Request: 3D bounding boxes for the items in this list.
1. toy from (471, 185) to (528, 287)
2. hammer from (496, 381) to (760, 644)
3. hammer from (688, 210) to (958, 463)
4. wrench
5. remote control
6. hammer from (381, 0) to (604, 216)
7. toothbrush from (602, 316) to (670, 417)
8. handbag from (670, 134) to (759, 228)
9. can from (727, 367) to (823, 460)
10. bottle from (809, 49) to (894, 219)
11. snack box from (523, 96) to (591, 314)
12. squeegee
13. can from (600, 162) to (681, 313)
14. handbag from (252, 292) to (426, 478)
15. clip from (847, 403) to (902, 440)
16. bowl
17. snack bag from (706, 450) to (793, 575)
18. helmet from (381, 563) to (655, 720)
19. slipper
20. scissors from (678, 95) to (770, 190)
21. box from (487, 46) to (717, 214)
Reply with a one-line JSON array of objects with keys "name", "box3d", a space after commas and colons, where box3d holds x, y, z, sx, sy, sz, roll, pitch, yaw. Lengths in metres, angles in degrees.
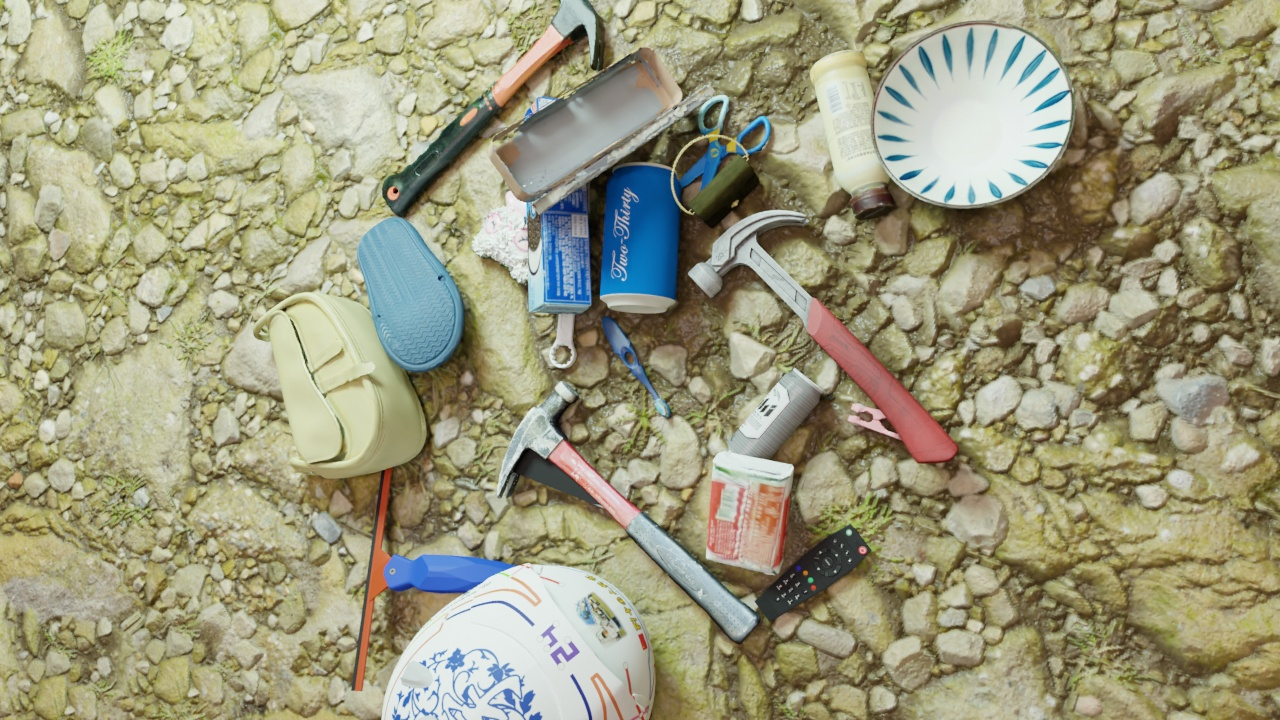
[{"name": "toy", "box3d": [-0.137, -0.149, 1.027, 0.096, 0.041, 0.109, 31, 93, 18]}, {"name": "hammer", "box3d": [-0.013, 0.175, 0.960, 0.326, 0.036, 0.140, 41, 96, 17]}, {"name": "hammer", "box3d": [0.192, -0.023, 0.900, 0.126, 0.036, 0.315, -43, 69, 6]}, {"name": "wrench", "box3d": [-0.074, -0.127, 1.020, 0.047, 0.009, 0.273, 4, 86, 18]}, {"name": "remote control", "box3d": [0.169, 0.212, 0.909, 0.125, 0.010, 0.039, -40, 75, 11]}, {"name": "hammer", "box3d": [-0.178, -0.293, 1.061, 0.333, 0.033, 0.133, -41, 75, 12]}, {"name": "toothbrush", "box3d": [-0.006, 0.006, 0.982, 0.021, 0.016, 0.132, -35, 76, 9]}, {"name": "handbag", "box3d": [0.069, -0.177, 0.889, 0.084, 0.178, 0.027, -44, 74, 9]}, {"name": "can", "box3d": [0.134, 0.060, 0.917, 0.044, 0.044, 0.107, 42, 98, 17]}, {"name": "bottle", "box3d": [0.213, -0.222, 0.911, 0.057, 0.056, 0.162, -14, 81, 16]}, {"name": "snack box", "box3d": [-0.089, -0.163, 0.984, 0.059, 0.059, 0.226, 0, 84, -21]}, {"name": "squeegee", "box3d": [-0.217, 0.235, 1.007, 0.185, 0.055, 0.249, 0, 70, 6]}, {"name": "can", "box3d": [0.001, -0.126, 0.959, 0.079, 0.079, 0.146, 2, 85, 18]}, {"name": "handbag", "box3d": [-0.359, 0.026, 1.058, 0.191, 0.088, 0.232, -24, 77, 20]}, {"name": "clip", "box3d": [0.234, 0.054, 0.898, 0.058, 0.022, 0.037, 14, 93, 20]}, {"name": "bowl", "box3d": [0.312, -0.223, 0.872, 0.177, 0.071, 0.177, -2, 85, 18]}, {"name": "snack bag", "box3d": [0.106, 0.149, 0.899, 0.077, 0.036, 0.116, 10, 114, 18]}, {"name": "helmet", "box3d": [-0.129, 0.337, 0.875, 0.315, 0.236, 0.231, -45, 71, 9]}, {"name": "slipper", "box3d": [-0.260, -0.078, 1.052, 0.104, 0.059, 0.213, -31, 62, 4]}, {"name": "scissors", "box3d": [0.073, -0.226, 0.980, 0.132, 0.019, 0.105, -40, 71, 10]}, {"name": "box", "box3d": [-0.041, -0.241, 0.929, 0.216, 0.096, 0.105, -37, 90, -18]}]
